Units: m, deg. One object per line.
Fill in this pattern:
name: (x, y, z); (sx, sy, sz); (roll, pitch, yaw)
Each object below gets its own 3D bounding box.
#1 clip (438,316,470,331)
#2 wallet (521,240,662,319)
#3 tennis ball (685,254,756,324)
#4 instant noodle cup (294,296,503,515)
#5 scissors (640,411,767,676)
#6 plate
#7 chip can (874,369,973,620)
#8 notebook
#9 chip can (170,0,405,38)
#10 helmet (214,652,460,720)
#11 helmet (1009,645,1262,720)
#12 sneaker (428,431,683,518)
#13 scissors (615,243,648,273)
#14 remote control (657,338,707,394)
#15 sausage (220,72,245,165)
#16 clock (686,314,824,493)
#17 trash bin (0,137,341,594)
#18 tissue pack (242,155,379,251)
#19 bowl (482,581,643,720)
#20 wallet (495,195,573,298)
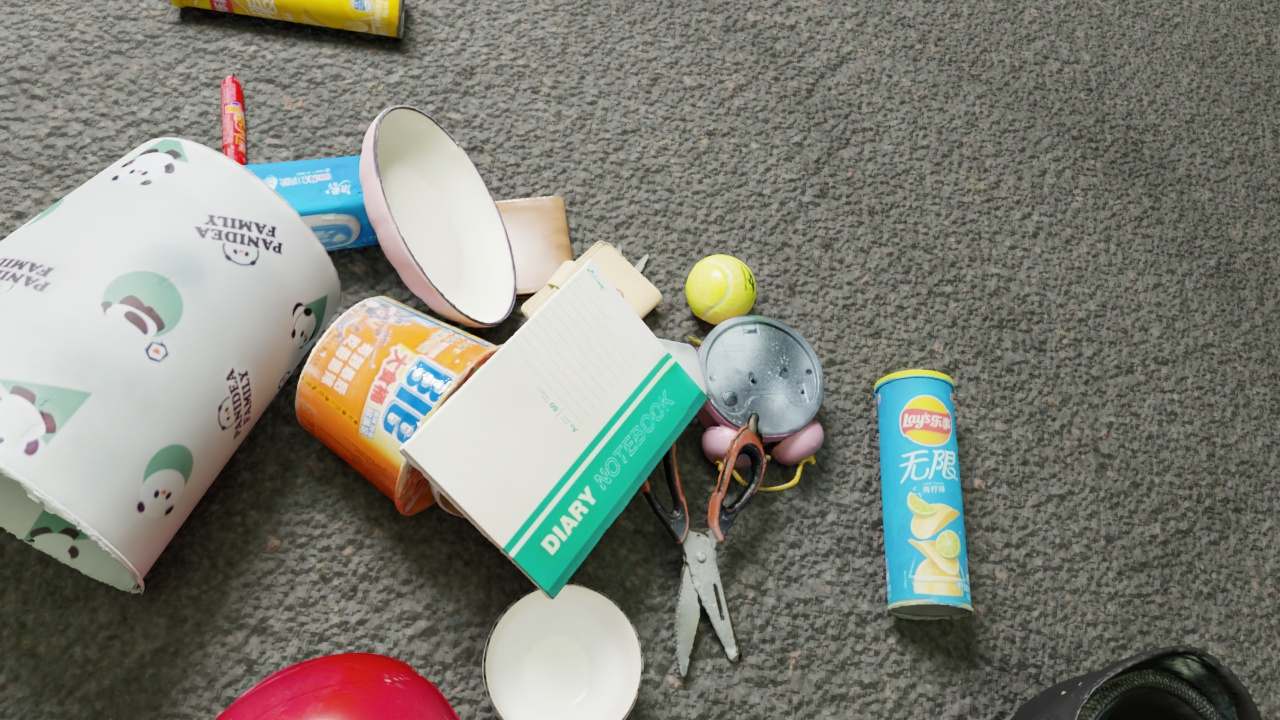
clip: (-0.171, -0.025, 0.805); (0.037, 0.013, 0.055); (34, 63, 3)
wallet: (-0.044, -0.053, 0.826); (0.087, 0.024, 0.115); (44, 61, 1)
tennis ball: (0.075, -0.066, 0.855); (0.065, 0.066, 0.065); (5, 65, -12)
instant noodle cup: (-0.183, 0.028, 0.708); (0.111, 0.152, 0.151); (30, 62, 10)
scissors: (0.049, 0.134, 0.740); (0.189, 0.015, 0.223); (41, 71, -18)
plate: (-0.169, -0.112, 0.754); (0.039, 0.192, 0.192); (-21, 68, 18)
chip can: (0.248, 0.117, 0.811); (0.071, 0.071, 0.209); (9, 64, -10)
notebook: (-0.052, 0.045, 0.670); (0.150, 0.012, 0.208); (49, 59, -13)
chip can: (-0.337, -0.362, 0.887); (0.213, 0.072, 0.072); (5, 65, -13)
helmet: (-0.191, 0.305, 0.579); (0.206, 0.144, 0.240); (-23, 74, -25)
helmet: (0.345, 0.343, 0.643); (0.233, 0.231, 0.274); (23, 63, -19)
sneaker: (-0.071, 0.055, 0.740); (0.240, 0.118, 0.088); (-14, 50, -40)
scissors: (-0.042, -0.039, 0.844); (0.144, 0.012, 0.170); (-7, 67, -17)
remote control: (-0.004, 0.004, 0.743); (0.135, 0.020, 0.055); (9, 56, -36)
sausage: (-0.369, -0.198, 0.832); (0.020, 0.020, 0.155); (-5, 67, -16)
clock: (0.103, 0.040, 0.817); (0.117, 0.060, 0.158); (-3, 65, -17)
trash bin: (-0.359, -0.006, 0.641); (0.229, 0.230, 0.251); (30, 57, 1)
tissue pack: (-0.288, -0.125, 0.776); (0.157, 0.095, 0.052); (-9, 74, -17)
bowl: (-0.061, 0.230, 0.685); (0.116, 0.066, 0.116); (5, 65, -11)
wallet: (-0.120, -0.104, 0.851); (0.115, 0.020, 0.101); (-5, 68, -13)
